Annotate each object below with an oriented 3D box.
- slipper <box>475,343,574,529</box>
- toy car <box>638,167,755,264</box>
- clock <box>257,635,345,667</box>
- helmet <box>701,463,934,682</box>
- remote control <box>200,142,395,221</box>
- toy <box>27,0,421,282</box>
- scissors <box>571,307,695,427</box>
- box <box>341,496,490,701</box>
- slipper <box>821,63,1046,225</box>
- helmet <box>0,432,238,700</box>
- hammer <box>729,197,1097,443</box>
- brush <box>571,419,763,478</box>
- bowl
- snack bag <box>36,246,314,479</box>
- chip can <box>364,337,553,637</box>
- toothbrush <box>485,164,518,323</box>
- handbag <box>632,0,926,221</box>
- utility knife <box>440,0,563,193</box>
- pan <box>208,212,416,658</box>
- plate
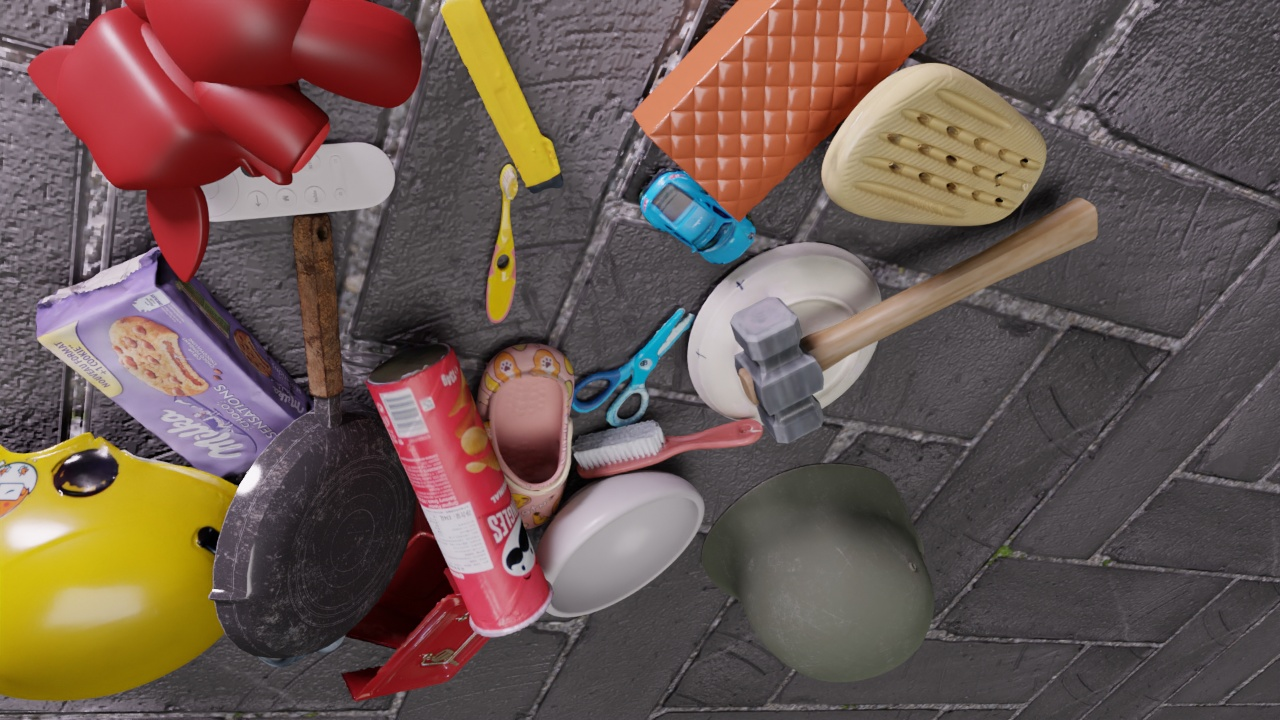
[{"bbox_3d":[-0.099,0.080,0.772,0.093,0.081,0.198,-3,127,-15],"label":"slipper"},{"bbox_3d":[0.047,-0.106,0.696,0.105,0.032,0.048,28,115,-36],"label":"toy car"},{"bbox_3d":[-0.300,0.217,0.801,0.130,0.090,0.052,-28,176,34],"label":"clock"},{"bbox_3d":[0.211,0.249,0.966,0.267,0.153,0.227,26,117,-34],"label":"helmet"},{"bbox_3d":[-0.229,-0.116,0.596,0.136,0.013,0.043,-8,104,-13],"label":"remote control"},{"bbox_3d":[-0.233,-0.160,0.498,0.198,0.120,0.158,-35,94,24],"label":"toy"},{"bbox_3d":[-0.005,0.002,0.783,0.083,0.015,0.141,19,123,-31],"label":"scissors"},{"bbox_3d":[-0.197,0.216,0.854,0.158,0.122,0.136,-47,146,17],"label":"box"},{"bbox_3d":[0.213,-0.162,0.680,0.260,0.079,0.111,1,129,-43],"label":"slipper"},{"bbox_3d":[-0.406,0.171,0.674,0.240,0.139,0.209,2,130,1],"label":"helmet"},{"bbox_3d":[0.229,-0.049,0.750,0.322,0.051,0.117,-26,127,-5],"label":"hammer"},{"bbox_3d":[0.021,0.069,0.807,0.172,0.040,0.030,-12,123,13],"label":"brush"},{"bbox_3d":[-0.029,0.158,0.855,0.176,0.066,0.177,-26,146,-19],"label":"bowl"},{"bbox_3d":[-0.315,0.009,0.655,0.096,0.058,0.205,-21,136,5],"label":"snack bag"},{"bbox_3d":[-0.138,0.101,0.713,0.073,0.073,0.233,-19,112,-3],"label":"chip can"},{"bbox_3d":[-0.101,-0.081,0.678,0.021,0.016,0.136,-5,130,-21],"label":"toothbrush"},{"bbox_3d":[0.094,-0.190,0.620,0.172,0.060,0.109,-44,123,15],"label":"handbag"},{"bbox_3d":[-0.089,-0.175,0.603,0.030,0.017,0.156,-27,133,-2],"label":"utility knife"},{"bbox_3d":[-0.228,0.062,0.676,0.040,0.207,0.357,15,114,21],"label":"pan"},{"bbox_3d":[0.131,-0.012,0.788,0.182,0.034,0.183,-9,125,-14],"label":"plate"}]
